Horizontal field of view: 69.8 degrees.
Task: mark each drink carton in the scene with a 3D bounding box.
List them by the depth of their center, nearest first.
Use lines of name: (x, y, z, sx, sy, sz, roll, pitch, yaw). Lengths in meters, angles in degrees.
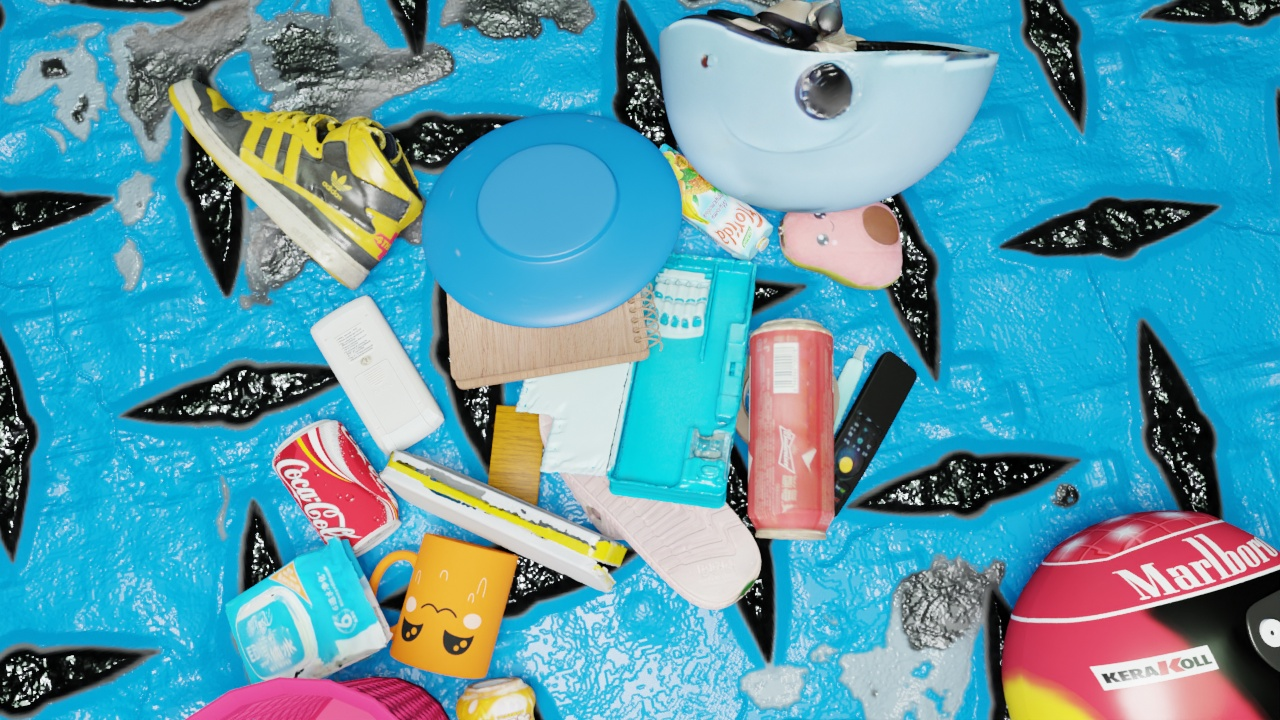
drink carton: (0.060, -0.139, 0.817, 0.129, 0.038, 0.044, 38, 89, 6)

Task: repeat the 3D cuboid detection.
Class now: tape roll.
tape roll: (0.121, 0.034, 0.782, 0.094, 0.030, 0.093, -2, 75, 9)

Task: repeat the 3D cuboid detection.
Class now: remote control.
remote control: (-0.226, 0.012, 0.788, 0.060, 0.025, 0.138, -33, 79, -8)
remote control: (0.188, 0.063, 0.791, 0.041, 0.020, 0.151, 36, 79, -19)

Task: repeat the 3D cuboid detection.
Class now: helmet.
helmet: (0.404, 0.223, 0.680, 0.270, 0.198, 0.224, -13, 80, -13)
helmet: (0.148, -0.208, 0.754, 0.266, 0.224, 0.167, 7, 115, 18)

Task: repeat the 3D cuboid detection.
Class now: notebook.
notebook: (-0.080, -0.084, 0.779, 0.169, 0.022, 0.210, -9, 62, 0)

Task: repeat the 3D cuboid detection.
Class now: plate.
plate: (-0.077, -0.130, 0.774, 0.224, 0.024, 0.224, -3, 62, 5)

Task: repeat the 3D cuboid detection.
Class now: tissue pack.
tissue pack: (-0.260, 0.205, 0.708, 0.145, 0.061, 0.093, -33, 80, 32)

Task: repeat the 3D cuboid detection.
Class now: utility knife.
utility knife: (0.173, 0.037, 0.800, 0.022, 0.015, 0.120, 31, 79, -16)

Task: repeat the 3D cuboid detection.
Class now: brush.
brush: (-0.103, 0.060, 0.786, 0.048, 0.017, 0.126, 5, 79, -1)

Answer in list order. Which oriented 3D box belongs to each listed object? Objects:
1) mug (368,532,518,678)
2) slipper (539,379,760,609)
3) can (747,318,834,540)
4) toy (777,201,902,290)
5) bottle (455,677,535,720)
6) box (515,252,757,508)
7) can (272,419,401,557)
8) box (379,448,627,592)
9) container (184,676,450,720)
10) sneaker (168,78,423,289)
mug: (-0.164, 0.189, 0.731, 0.113, 0.077, 0.095, 12, 78, 11)
slipper: (0.000, 0.107, 0.750, 0.094, 0.065, 0.239, -32, 65, -22)
can: (0.119, 0.055, 0.725, 0.067, 0.067, 0.170, 2, 77, -1)
toy: (0.175, -0.104, 0.809, 0.110, 0.051, 0.090, 1, 74, 0)
bottle: (-0.108, 0.306, 0.714, 0.063, 0.063, 0.108, -8, 79, -4)
box: (-0.005, 0.003, 0.755, 0.182, 0.039, 0.226, 6, 57, 9)
can: (-0.247, 0.105, 0.749, 0.064, 0.064, 0.105, -36, 82, -8)
box: (-0.112, 0.125, 0.720, 0.210, 0.066, 0.044, 20, 79, 22)
container: (-0.207, 0.298, 0.629, 0.183, 0.226, 0.183, 0, 79, -2)
sneaker: (-0.289, -0.184, 0.792, 0.122, 0.086, 0.238, -44, 87, -3)
